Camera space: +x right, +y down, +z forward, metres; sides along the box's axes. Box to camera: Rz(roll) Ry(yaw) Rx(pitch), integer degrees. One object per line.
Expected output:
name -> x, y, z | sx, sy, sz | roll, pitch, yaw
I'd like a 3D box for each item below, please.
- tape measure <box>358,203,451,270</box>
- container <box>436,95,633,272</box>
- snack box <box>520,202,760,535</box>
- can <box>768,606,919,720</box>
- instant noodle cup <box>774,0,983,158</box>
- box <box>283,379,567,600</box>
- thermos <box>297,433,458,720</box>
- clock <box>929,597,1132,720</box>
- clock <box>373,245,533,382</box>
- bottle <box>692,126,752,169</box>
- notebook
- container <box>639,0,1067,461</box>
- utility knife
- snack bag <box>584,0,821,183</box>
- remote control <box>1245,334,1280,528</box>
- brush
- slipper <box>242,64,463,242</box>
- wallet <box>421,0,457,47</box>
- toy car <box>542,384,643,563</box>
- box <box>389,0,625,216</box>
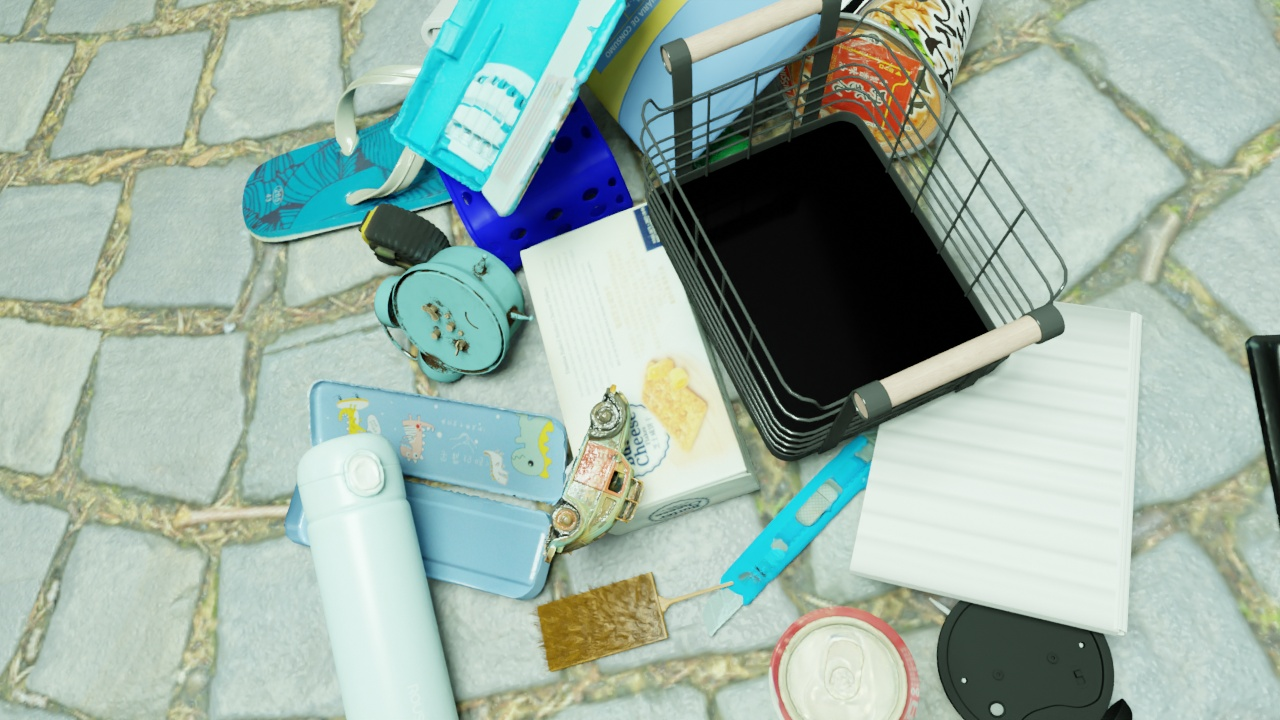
tape measure -> -0.179, -0.089, 0.698 | 0.067, 0.062, 0.038 | 21, 77, 19
container -> -0.076, -0.131, 0.676 | 0.113, 0.084, 0.085 | -29, 68, 1
snack box -> -0.004, 0.004, 0.622 | 0.104, 0.057, 0.207 | -20, 67, 7
can -> 0.105, 0.168, 0.472 | 0.067, 0.170, 0.067 | -5, 68, 12
instant noodle cup -> 0.175, -0.228, 0.636 | 0.124, 0.124, 0.121 | 25, 69, 21
box -> -0.149, 0.085, 0.634 | 0.209, 0.034, 0.127 | 8, 86, 21
thermos -> -0.167, 0.150, 0.580 | 0.065, 0.078, 0.206 | -10, 80, -30
clock -> 0.214, 0.182, 0.509 | 0.091, 0.042, 0.120 | -20, 67, 6
clock -> -0.136, -0.032, 0.650 | 0.124, 0.090, 0.053 | -17, 27, 38
bottle -> 0.089, -0.126, 0.654 | 0.111, 0.043, 0.043 | 38, 83, 23
notebook -> 0.217, 0.046, 0.550 | 0.143, 0.009, 0.209 | 10, 59, 18
container -> 0.111, -0.075, 0.535 | 0.162, 0.130, 0.241 | -24, 70, -5
utility knife -> 0.100, 0.106, 0.582 | 0.174, 0.015, 0.031 | -46, 62, -4
snack bag -> 0.025, -0.247, 0.641 | 0.159, 0.102, 0.205 | -42, 61, 31
remote control -> 0.386, 0.054, 0.523 | 0.047, 0.022, 0.150 | -3, 70, 13
brush -> -0.007, 0.160, 0.583 | 0.126, 0.017, 0.048 | -19, 67, 11
slipper -> -0.198, -0.174, 0.737 | 0.295, 0.060, 0.118 | -19, 70, 7
wallet -> -0.115, -0.279, 0.747 | 0.118, 0.037, 0.115 | 6, 51, 16
toy car -> -0.022, 0.072, 0.546 | 0.047, 0.047, 0.112 | 21, 83, -2
box -> -0.056, -0.209, 0.580 | 0.182, 0.071, 0.227 | 39, 103, 41
